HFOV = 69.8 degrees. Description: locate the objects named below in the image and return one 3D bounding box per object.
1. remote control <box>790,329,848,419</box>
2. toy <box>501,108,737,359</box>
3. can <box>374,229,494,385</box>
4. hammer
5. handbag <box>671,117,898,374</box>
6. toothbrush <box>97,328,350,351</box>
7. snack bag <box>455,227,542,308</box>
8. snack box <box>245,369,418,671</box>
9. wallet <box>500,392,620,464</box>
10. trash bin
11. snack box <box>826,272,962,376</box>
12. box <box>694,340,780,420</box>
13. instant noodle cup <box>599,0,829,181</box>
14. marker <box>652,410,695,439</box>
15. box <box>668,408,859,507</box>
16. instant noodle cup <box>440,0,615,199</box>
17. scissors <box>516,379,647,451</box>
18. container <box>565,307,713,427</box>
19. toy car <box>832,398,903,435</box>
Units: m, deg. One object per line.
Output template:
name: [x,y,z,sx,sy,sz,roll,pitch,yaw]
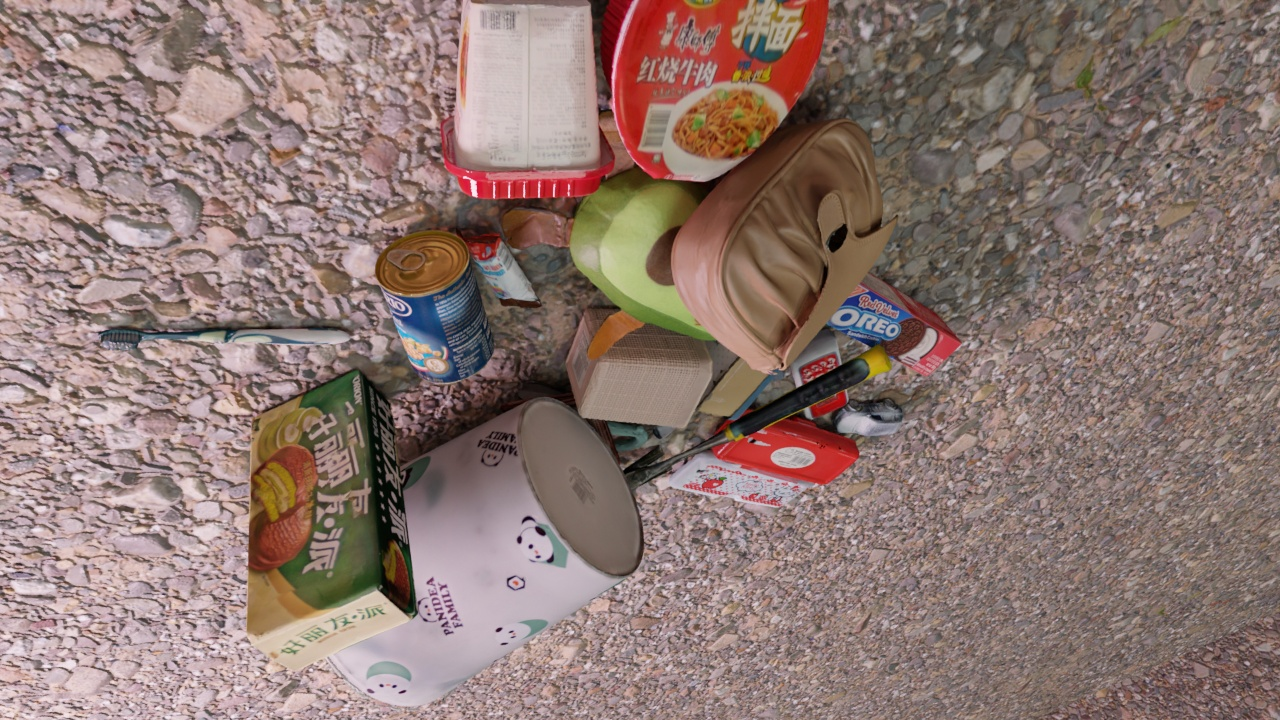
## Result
remote control: [0.201,0.018,1.032,0.056,0.020,0.136,-23,140,2]
toy: [0.018,-0.094,0.773,0.246,0.090,0.227,31,109,-32]
can: [-0.168,-0.042,0.764,0.075,0.075,0.111,-16,139,-8]
hammer: [0.111,0.067,0.968,0.324,0.032,0.126,-28,179,14]
handbag: [0.124,-0.094,0.727,0.204,0.100,0.148,-48,124,-23]
toothbrush: [-0.340,-0.017,0.759,0.191,0.018,0.016,0,134,-23]
snack bag: [-0.119,-0.077,0.781,0.045,0.026,0.105,3,148,22]
snack box: [-0.265,0.127,0.778,0.114,0.239,0.063,-24,137,4]
wallet: [-0.080,0.080,0.948,0.101,0.032,0.125,-8,140,7]
trash bin: [-0.150,0.172,0.868,0.252,0.229,0.229,-32,139,19]
snack box: [0.250,-0.047,0.956,0.207,0.058,0.057,22,120,-39]
box: [0.099,-0.021,0.895,0.059,0.089,0.185,11,132,-33]
instant noodle cup: [0.041,-0.224,0.639,0.193,0.066,0.194,-28,141,-26]
marker: [0.061,0.041,0.997,0.018,0.022,0.131,31,120,-31]
box: [0.152,0.128,1.114,0.200,0.037,0.158,17,129,-35]
instant noodle cup: [-0.078,-0.187,0.625,0.116,0.116,0.124,-3,125,-13]
scissors: [-0.044,0.042,0.945,0.180,0.019,0.140,28,130,-34]
container: [-0.005,0.005,0.878,0.110,0.090,0.090,4,133,-23]
toy car: [0.277,0.072,1.115,0.090,0.034,0.043,1,137,-23]
